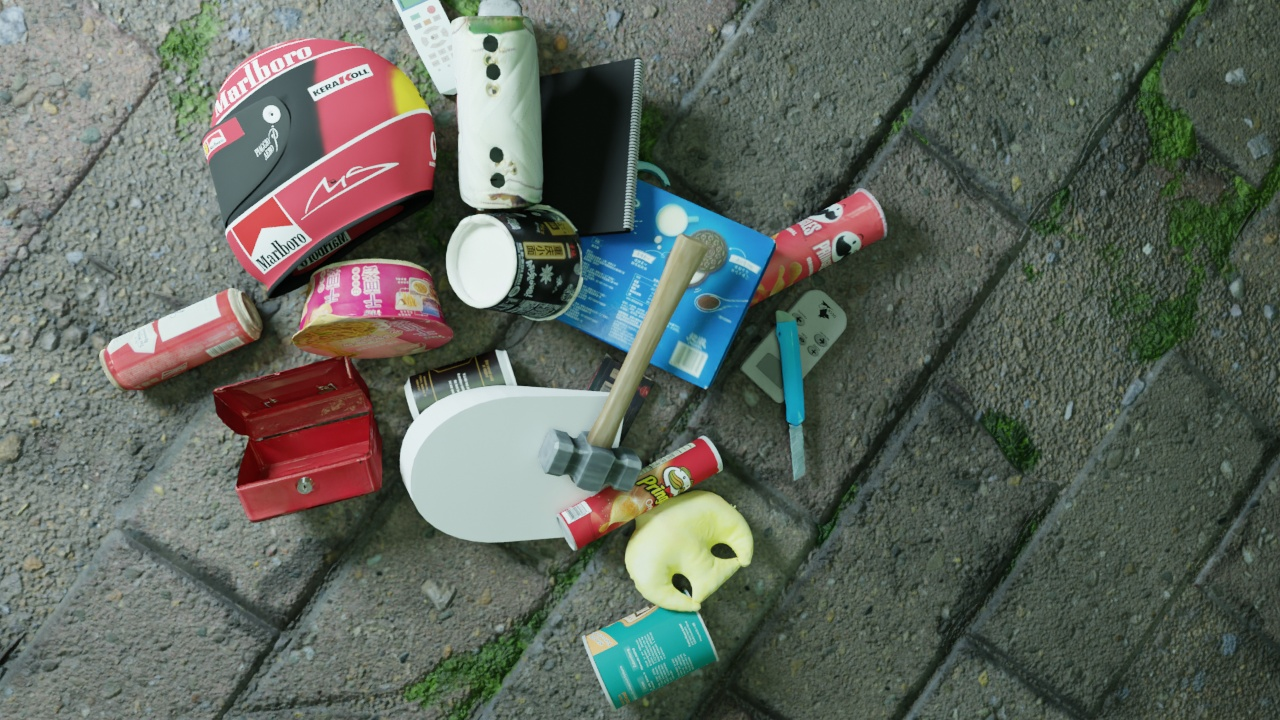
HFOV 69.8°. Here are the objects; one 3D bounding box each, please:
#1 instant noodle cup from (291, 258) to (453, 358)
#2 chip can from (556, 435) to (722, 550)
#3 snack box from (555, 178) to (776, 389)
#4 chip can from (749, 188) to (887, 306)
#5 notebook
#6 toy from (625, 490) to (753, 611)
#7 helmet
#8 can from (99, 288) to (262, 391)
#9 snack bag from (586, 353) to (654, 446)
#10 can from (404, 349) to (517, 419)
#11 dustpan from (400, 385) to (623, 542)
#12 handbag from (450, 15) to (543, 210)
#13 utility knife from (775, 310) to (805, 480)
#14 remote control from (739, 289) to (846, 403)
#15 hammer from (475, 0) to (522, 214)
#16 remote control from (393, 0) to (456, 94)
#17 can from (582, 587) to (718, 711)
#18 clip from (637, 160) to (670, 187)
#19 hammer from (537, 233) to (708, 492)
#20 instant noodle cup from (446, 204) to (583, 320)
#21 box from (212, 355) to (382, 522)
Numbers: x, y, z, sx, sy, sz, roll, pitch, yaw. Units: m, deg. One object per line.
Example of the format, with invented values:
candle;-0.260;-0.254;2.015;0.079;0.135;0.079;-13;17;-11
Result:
instant noodle cup;-0.309;-0.061;1.062;0.178;0.179;0.077;-4;77;-9
chip can;0.000;0.166;1.154;0.214;0.052;0.052;-27;97;-16
snack box;0.017;-0.102;1.115;0.239;0.056;0.195;25;97;8
chip can;0.197;-0.137;1.176;0.233;0.073;0.073;-27;97;-6
notebook;-0.067;-0.250;1.096;0.149;0.016;0.206;0;83;31
toy;0.056;0.230;1.166;0.170;0.065;0.155;-36;65;-20
helmet;-0.365;-0.233;1.023;0.271;0.197;0.224;-31;97;2
can;-0.534;-0.023;1.072;0.170;0.067;0.067;-25;96;-6
snack bag;-0.049;0.077;1.176;0.074;0.018;0.155;29;89;-9
can;-0.217;0.037;1.121;0.128;0.072;0.072;-18;96;-8
dustpan;-0.158;0.123;1.119;0.257;0.053;0.192;1;109;-28
handbag;-0.156;-0.270;1.005;0.096;0.142;0.199;-1;107;-4
utility knife;0.198;0.046;1.196;0.031;0.015;0.225;-6;94;-7
remote control;0.205;-0.022;1.209;0.074;0.019;0.151;42;87;-9
hammer;-0.181;-0.269;1.110;0.052;0.098;0.328;6;99;-7
remote control;-0.252;-0.393;1.116;0.049;0.024;0.143;-27;99;-7
can;0.012;0.364;1.160;0.144;0.099;0.099;-24;96;-7
clip;-0.032;-0.225;1.160;0.130;0.031;0.121;23;94;-9
hammer;-0.006;0.006;1.062;0.117;0.051;0.323;17;109;-26
instant noodle cup;-0.149;-0.112;1.059;0.137;0.112;0.137;3;96;31
box;-0.385;0.102;1.067;0.157;0.147;0.156;-16;77;-8
